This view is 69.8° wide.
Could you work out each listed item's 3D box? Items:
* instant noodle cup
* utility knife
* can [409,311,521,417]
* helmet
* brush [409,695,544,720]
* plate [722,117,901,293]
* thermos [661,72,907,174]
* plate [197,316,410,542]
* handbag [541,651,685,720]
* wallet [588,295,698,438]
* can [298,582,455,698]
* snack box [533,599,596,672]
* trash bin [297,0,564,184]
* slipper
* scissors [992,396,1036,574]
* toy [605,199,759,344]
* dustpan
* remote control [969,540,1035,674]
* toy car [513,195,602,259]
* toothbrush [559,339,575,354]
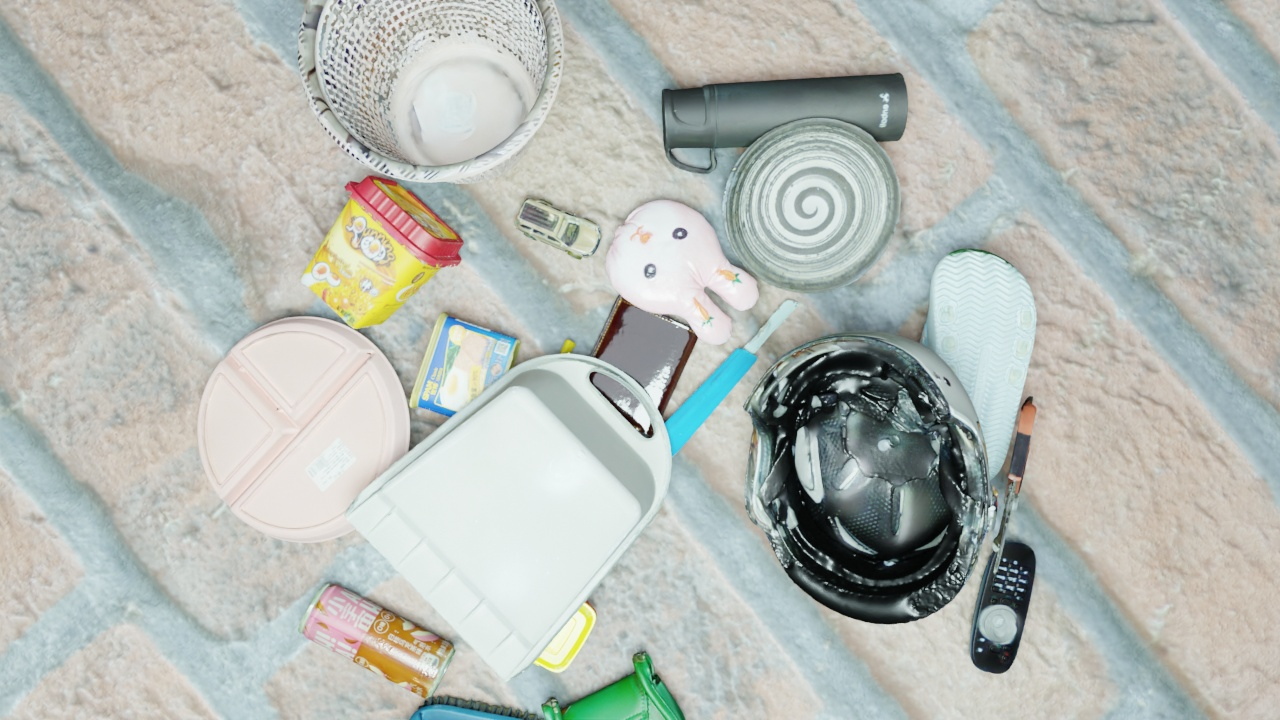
[{"bbox_3d":[-0.259,-0.103,0.911,0.116,0.116,0.124,42,99,1],"label":"instant noodle cup"},{"bbox_3d":[0.090,0.016,0.950,0.216,0.018,0.034,-47,123,-4],"label":"utility knife"},{"bbox_3d":[-0.176,0.012,0.929,0.083,0.057,0.102,19,88,-3],"label":"can"},{"bbox_3d":[0.224,0.092,0.874,0.231,0.156,0.274,-5,108,33],"label":"helmet"},{"bbox_3d":[-0.160,0.376,0.905,0.144,0.073,0.055,11,94,0],"label":"brush"},{"bbox_3d":[0.173,-0.157,0.938,0.179,0.024,0.179,1,109,2],"label":"plate"},{"bbox_3d":[0.144,-0.244,0.946,0.242,0.068,0.090,-4,120,1],"label":"thermos"},{"bbox_3d":[-0.343,0.070,0.918,0.230,0.028,0.229,0,89,9],"label":"plate"},{"bbox_3d":[-0.023,0.369,0.910,0.131,0.068,0.120,-27,87,-2],"label":"handbag"},{"bbox_3d":[-0.006,0.006,0.950,0.096,0.020,0.122,25,88,4],"label":"wallet"},{"bbox_3d":[-0.261,0.279,0.915,0.147,0.058,0.058,27,87,0],"label":"can"},{"bbox_3d":[-0.094,0.249,0.908,0.091,0.080,0.082,32,88,1],"label":"snack box"},{"bbox_3d":[-0.181,-0.261,0.870,0.227,0.192,0.227,0,88,-1],"label":"trash bin"},{"bbox_3d":[0.333,0.009,0.931,0.104,0.074,0.245,0,104,-2],"label":"slipper"},{"bbox_3d":[0.352,0.112,0.864,0.015,0.202,0.204,12,81,24],"label":"scissors"},{"bbox_3d":[0.043,-0.091,0.936,0.159,0.054,0.121,36,77,0],"label":"toy"},{"bbox_3d":[-0.098,0.122,0.883,0.258,0.142,0.222,-44,90,10],"label":"dustpan"},{"bbox_3d":[0.370,0.252,0.943,0.053,0.024,0.136,14,89,-2],"label":"remote control"},{"bbox_3d":[-0.084,-0.137,0.947,0.090,0.035,0.042,23,88,-2],"label":"toy car"},{"bbox_3d":[-0.106,0.068,0.948,0.016,0.016,0.190,22,87,-5],"label":"toothbrush"}]
